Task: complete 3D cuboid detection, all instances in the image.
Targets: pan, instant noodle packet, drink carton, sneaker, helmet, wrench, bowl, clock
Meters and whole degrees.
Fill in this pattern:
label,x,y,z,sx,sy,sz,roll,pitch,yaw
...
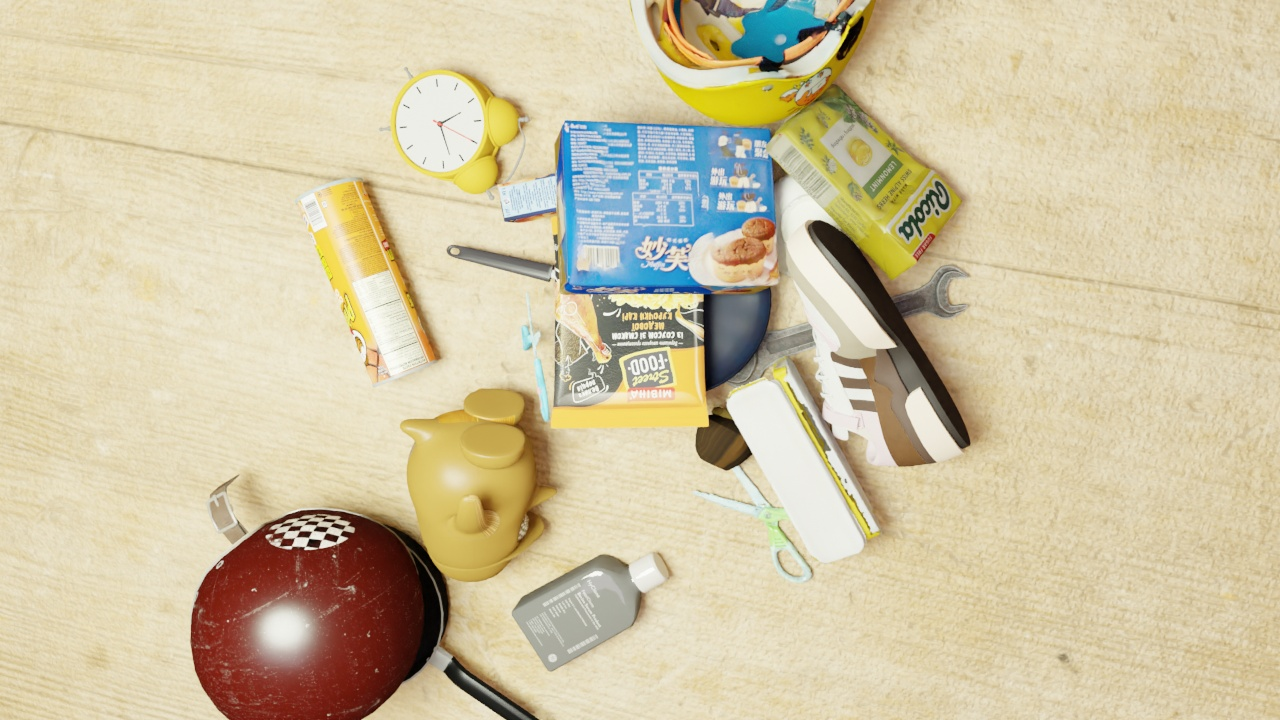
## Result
label,x,y,z,sx,sy,sz,roll,pitch,yaw
pan,-0.261,0.328,1.078,0.355,0.044,0.204,33,103,2
instant noodle packet,-0.012,-0.042,0.935,0.160,0.032,0.220,-1,84,8
drink carton,-0.076,-0.174,0.953,0.130,0.064,0.040,-9,97,10
sneaker,0.204,-0.003,0.902,0.117,0.111,0.294,-28,118,24
helmet,-0.348,0.261,0.963,0.234,0.253,0.233,-7,104,0
wrench,0.208,-0.036,0.960,0.274,0.010,0.070,-18,96,11
bowl,0.171,-0.136,0.922,0.113,0.063,0.113,1,100,8
clock,-0.194,-0.242,0.969,0.152,0.052,0.114,29,103,7
helmet,0.118,-0.321,0.859,0.240,0.139,0.209,-40,67,-2
pan,-0.040,-0.079,0.971,0.357,0.021,0.198,14,87,10

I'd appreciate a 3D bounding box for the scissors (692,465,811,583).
label,x,y,z,sx,sy,sz,roll,pitch,yaw
scissors,0.145,0.163,1.003,0.139,0.028,0.170,-37,96,14

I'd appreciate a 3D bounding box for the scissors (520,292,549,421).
label,x,y,z,sx,sy,sz,roll,pitch,yaw
scissors,-0.112,-0.008,0.962,0.015,0.135,0.135,-6,105,-16

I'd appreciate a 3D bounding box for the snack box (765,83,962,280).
label,x,y,z,sx,sy,sz,roll,pitch,yaw
snack box,0.215,-0.179,0.882,0.181,0.121,0.045,45,144,0

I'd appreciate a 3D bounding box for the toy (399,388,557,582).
label,x,y,z,sx,sy,sz,roll,pitch,yaw
toy,-0.172,0.149,0.989,0.162,0.198,0.204,2,120,-8

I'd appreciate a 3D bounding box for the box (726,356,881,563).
label,x,y,z,sx,sy,sz,roll,pitch,yaw
box,0.177,0.099,0.956,0.080,0.080,0.209,-25,99,31

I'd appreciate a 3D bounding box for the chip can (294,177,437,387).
label,x,y,z,sx,sy,sz,roll,pitch,yaw
chip can,-0.297,-0.084,0.998,0.075,0.075,0.215,-20,96,12

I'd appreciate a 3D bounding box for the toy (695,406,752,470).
label,x,y,z,sx,sy,sz,roll,pitch,yaw
toy,0.099,0.067,0.974,0.076,0.062,0.100,32,88,-30

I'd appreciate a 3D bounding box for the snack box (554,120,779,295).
label,x,y,z,sx,sy,sz,roll,pitch,yaw
snack box,0.023,-0.143,0.882,0.202,0.069,0.155,-1,85,-13

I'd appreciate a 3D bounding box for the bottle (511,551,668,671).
label,x,y,z,sx,sy,sz,roll,pitch,yaw
bottle,-0.050,0.271,1.033,0.174,0.046,0.084,-31,93,13
